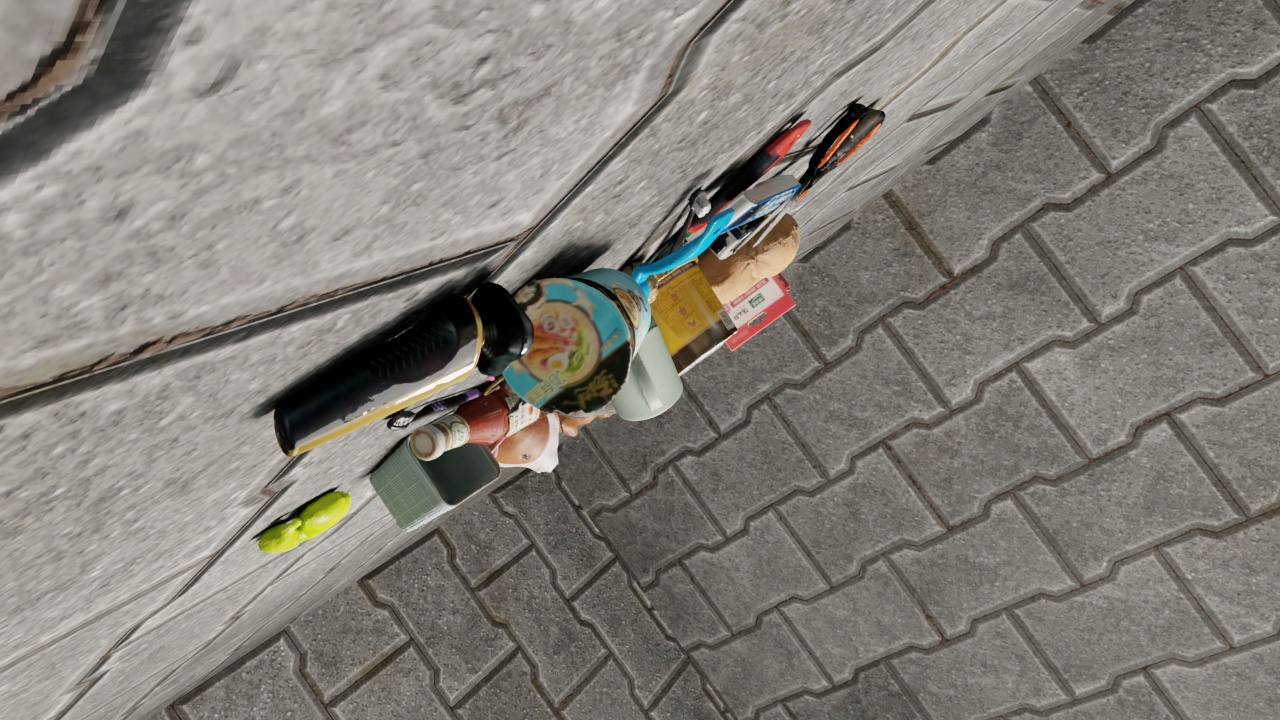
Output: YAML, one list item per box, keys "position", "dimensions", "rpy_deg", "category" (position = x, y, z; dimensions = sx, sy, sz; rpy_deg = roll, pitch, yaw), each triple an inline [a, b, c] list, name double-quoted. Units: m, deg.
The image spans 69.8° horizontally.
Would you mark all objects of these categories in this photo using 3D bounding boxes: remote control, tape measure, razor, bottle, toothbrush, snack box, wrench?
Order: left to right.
- position: [-0.146, 0.009, 0.568]
  dimensions: [0.167, 0.062, 0.068]
  rpy_deg: [-30, 145, -20]
  category: "razor"
- position: [-0.191, 0.042, 0.887]
  dimensions: [0.017, 0.014, 0.188]
  rpy_deg: [-50, 173, 16]
  category: "toothbrush"
- position: [-0.172, 0.064, 0.977]
  dimensions: [0.060, 0.060, 0.205]
  rpy_deg: [-37, 175, 23]
  category: "bottle"
- position: [0.041, -0.116, 0.877]
  dimensions: [0.015, 0.018, 0.181]
  rpy_deg: [-29, 171, -16]
  category: "toothbrush"
- position: [0.074, -0.148, 0.894]
  dimensions: [0.056, 0.016, 0.274]
  rpy_deg: [-33, 176, -37]
  category: "wrench"
- position: [0.108, -0.149, 1.070]
  dimensions: [0.066, 0.033, 0.065]
  rpy_deg: [-41, 173, 31]
  category: "tape measure"
- position: [0.138, -0.098, 1.275]
  dimensions: [0.113, 0.127, 0.044]
  rpy_deg: [-37, 177, 19]
  category: "snack box"
- position: [0.108, -0.149, 0.860]
  dimensions: [0.049, 0.024, 0.124]
  rpy_deg: [-38, 177, 35]
  category: "remote control"

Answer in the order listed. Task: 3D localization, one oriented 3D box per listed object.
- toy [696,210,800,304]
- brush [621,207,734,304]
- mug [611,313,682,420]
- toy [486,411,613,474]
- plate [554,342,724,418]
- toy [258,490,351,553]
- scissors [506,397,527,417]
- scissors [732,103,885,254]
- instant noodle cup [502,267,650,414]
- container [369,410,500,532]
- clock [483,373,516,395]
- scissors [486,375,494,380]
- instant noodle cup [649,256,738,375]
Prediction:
- position: [0.102, -0.115, 1.172]
  dimensions: [0.226, 0.082, 0.143]
  rpy_deg: [-31, -179, 16]
  category: "toy"
- position: [0.017, -0.085, 0.865]
  dimensions: [0.083, 0.046, 0.255]
  rpy_deg: [-30, 180, -30]
  category: "brush"
- position: [-0.006, 0.006, 0.996]
  dimensions: [0.082, 0.106, 0.111]
  rpy_deg: [-25, -152, -2]
  category: "mug"
- position: [-0.137, 0.089, 1.256]
  dimensions: [0.199, 0.130, 0.140]
  rpy_deg: [-24, 177, -26]
  category: "toy"
- position: [-0.015, -0.014, 1.152]
  dimensions: [0.265, 0.034, 0.162]
  rpy_deg: [-32, -143, -31]
  category: "plate"
- position: [-0.342, 0.168, 0.947]
  dimensions: [0.100, 0.031, 0.097]
  rpy_deg: [-35, 174, -17]
  category: "toy"
- position: [-0.112, 0.018, 0.959]
  dimensions: [0.204, 0.015, 0.199]
  rpy_deg: [-43, -166, -35]
  category: "scissors"
- position: [0.185, -0.205, 1.000]
  dimensions: [0.220, 0.021, 0.228]
  rpy_deg: [-40, 171, -14]
  category: "scissors"
- position: [-0.044, -0.027, 0.743]
  dimensions: [0.111, 0.111, 0.120]
  rpy_deg: [-38, -175, 24]
  category: "instant noodle cup"
- position: [-0.233, 0.128, 1.023]
  dimensions: [0.112, 0.090, 0.089]
  rpy_deg: [-35, 178, 41]
  category: "container"
- position: [-0.094, -0.005, 0.838]
  dimensions: [0.121, 0.055, 0.082]
  rpy_deg: [-33, 177, -20]
  category: "clock"
- position: [-0.108, -0.015, 0.928]
  dimensions: [0.135, 0.017, 0.133]
  rpy_deg: [-38, 180, 28]
  category: "scissors"
- position: [0.044, -0.053, 1.070]
  dimensions: [0.118, 0.114, 0.118]
  rpy_deg: [-37, 177, -3]
  category: "instant noodle cup"
